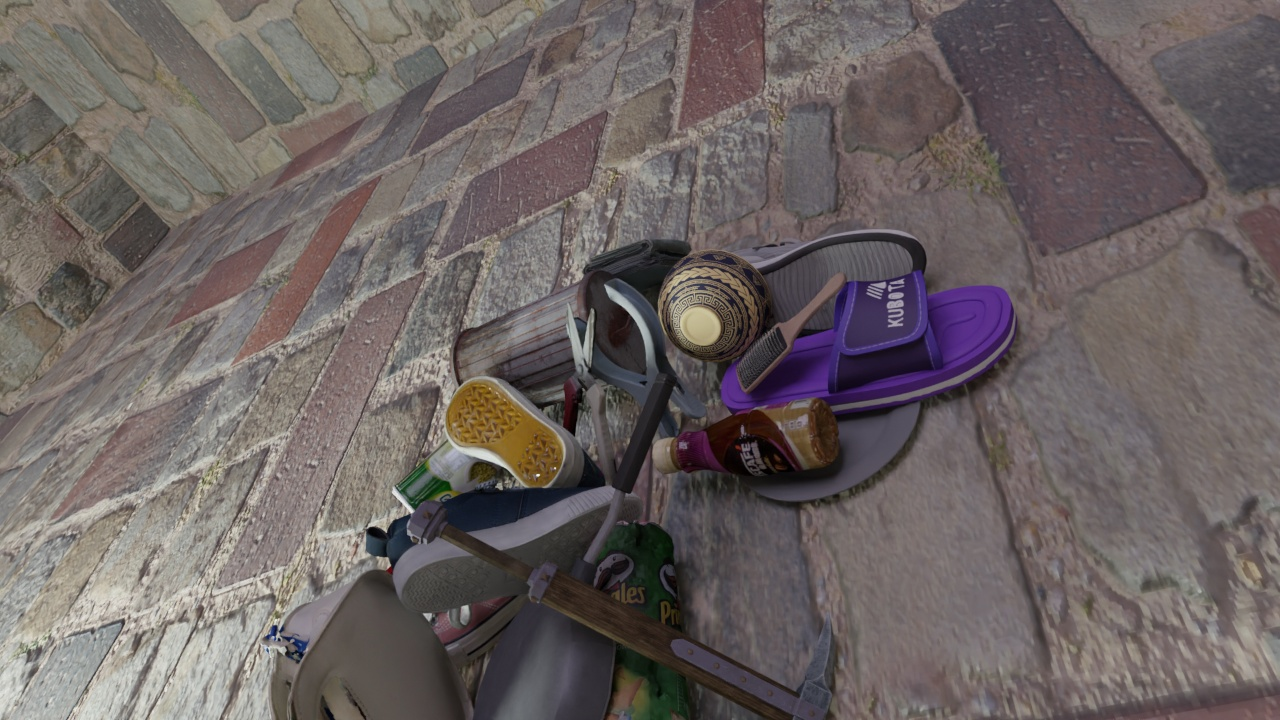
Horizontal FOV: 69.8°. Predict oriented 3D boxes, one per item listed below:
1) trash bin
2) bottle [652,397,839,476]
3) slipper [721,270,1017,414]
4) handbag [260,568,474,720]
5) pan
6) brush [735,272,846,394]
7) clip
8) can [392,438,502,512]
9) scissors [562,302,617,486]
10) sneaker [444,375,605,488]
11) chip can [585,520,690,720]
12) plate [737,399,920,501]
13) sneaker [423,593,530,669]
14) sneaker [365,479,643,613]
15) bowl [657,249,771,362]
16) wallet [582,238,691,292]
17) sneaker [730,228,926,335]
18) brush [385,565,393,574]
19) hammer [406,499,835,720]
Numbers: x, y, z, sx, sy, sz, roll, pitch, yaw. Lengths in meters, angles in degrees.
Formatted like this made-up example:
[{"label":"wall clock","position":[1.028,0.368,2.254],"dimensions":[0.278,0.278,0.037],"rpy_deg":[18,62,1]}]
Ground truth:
[{"label":"trash bin","position":[-0.098,-0.013,1.050],"dimensions":[0.212,0.131,0.130],"rpy_deg":[-20,35,26]},{"label":"bottle","position":[0.086,0.073,0.802],"dimensions":[0.166,0.059,0.059],"rpy_deg":[-13,39,32]},{"label":"slipper","position":[0.184,-0.020,0.809],"dimensions":[0.267,0.084,0.107],"rpy_deg":[-17,37,28]},{"label":"handbag","position":[-0.221,0.283,0.708],"dimensions":[0.093,0.201,0.199],"rpy_deg":[-26,11,11]},{"label":"pan","position":[-0.049,0.173,0.710],"dimensions":[0.179,0.041,0.357],"rpy_deg":[2,68,67]},{"label":"brush","position":[0.131,-0.029,0.816],"dimensions":[0.136,0.015,0.049],"rpy_deg":[-48,23,20]},{"label":"clip","position":[-0.020,0.015,0.930],"dimensions":[0.142,0.171,0.029],"rpy_deg":[-30,0,40]},{"label":"can","position":[-0.212,0.128,1.031],"dimensions":[0.120,0.067,0.067],"rpy_deg":[-43,33,-13]},{"label":"scissors","position":[-0.055,0.050,0.924],"dimensions":[0.179,0.015,0.194],"rpy_deg":[59,139,25]},{"label":"sneaker","position":[-0.118,0.080,0.943],"dimensions":[0.236,0.079,0.087],"rpy_deg":[23,87,48]},{"label":"chip can","position":[-0.002,0.225,0.702],"dimensions":[0.075,0.075,0.222],"rpy_deg":[-27,33,14]},{"label":"plate","position":[0.164,0.057,0.821],"dimensions":[0.179,0.012,0.178],"rpy_deg":[-24,34,17]},{"label":"sneaker","position":[-0.156,0.205,0.858],"dimensions":[0.241,0.088,0.118],"rpy_deg":[-36,32,-2]},{"label":"sneaker","position":[-0.113,0.145,0.794],"dimensions":[0.235,0.089,0.087],"rpy_deg":[-9,38,-29]},{"label":"bowl","position":[0.066,-0.045,0.892],"dimensions":[0.113,0.112,0.061],"rpy_deg":[-17,18,27]},{"label":"wallet","position":[-0.001,-0.116,1.106],"dimensions":[0.101,0.054,0.131],"rpy_deg":[-21,-2,23]},{"label":"sneaker","position":[0.162,-0.088,0.949],"dimensions":[0.264,0.097,0.128],"rpy_deg":[-9,22,24]},{"label":"brush","position":[-0.246,0.233,0.929],"dimensions":[0.173,0.042,0.082],"rpy_deg":[-44,4,-13]},{"label":"hammer","position":[-0.018,0.174,0.634],"dimensions":[0.317,0.028,0.146],"rpy_deg":[26,54,6]}]
